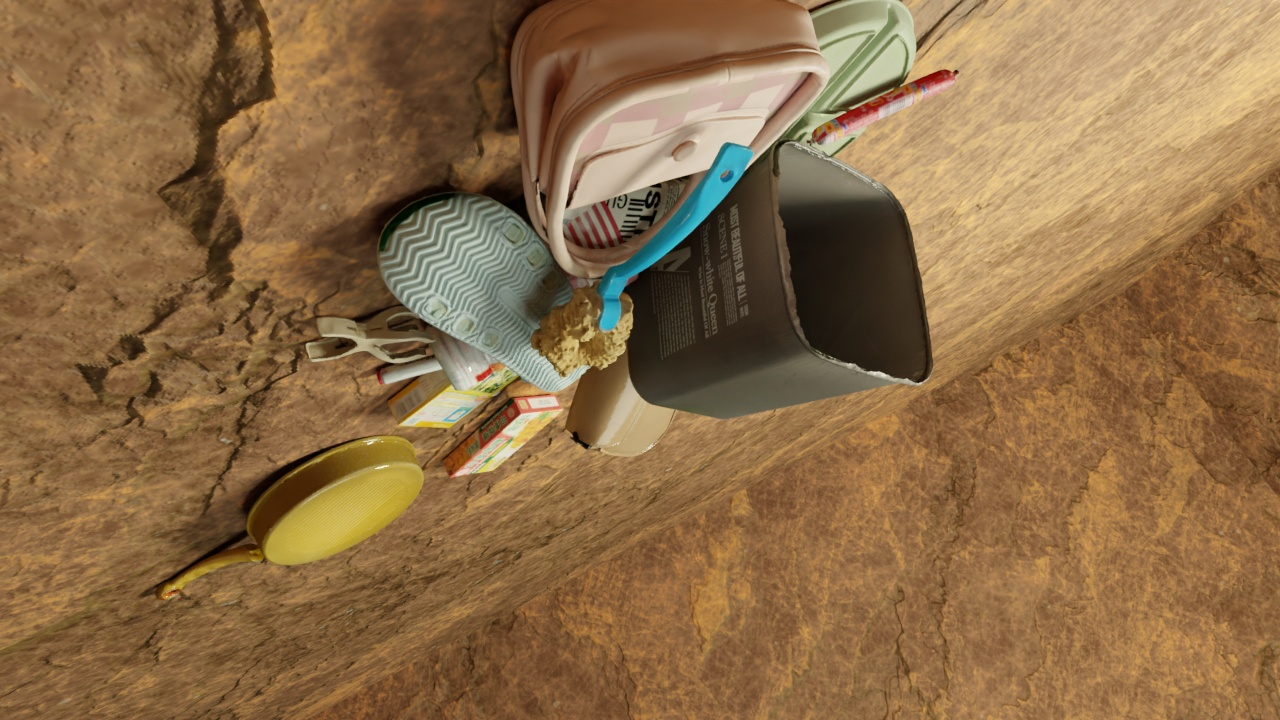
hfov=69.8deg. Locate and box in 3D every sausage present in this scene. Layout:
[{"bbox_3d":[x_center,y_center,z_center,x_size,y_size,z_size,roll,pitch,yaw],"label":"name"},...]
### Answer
[{"bbox_3d":[0.212,-0.221,0.798,0.155,0.020,0.020,-26,162,-9],"label":"sausage"}]

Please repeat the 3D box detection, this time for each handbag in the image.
[{"bbox_3d":[-0.006,0.006,0.998,0.147,0.100,0.205,-8,126,-55],"label":"handbag"},{"bbox_3d":[0.005,-0.142,0.634,0.193,0.093,0.235,-19,154,-26],"label":"handbag"}]

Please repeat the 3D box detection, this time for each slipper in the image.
[{"bbox_3d":[-0.112,-0.055,0.734,0.104,0.074,0.245,-47,142,-1],"label":"slipper"}]

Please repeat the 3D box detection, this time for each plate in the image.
[{"bbox_3d":[0.137,-0.213,0.786,0.230,0.027,0.230,-27,162,-10],"label":"plate"}]

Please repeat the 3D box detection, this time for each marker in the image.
[{"bbox_3d":[-0.175,-0.003,0.861,0.145,0.017,0.017,-15,161,-6],"label":"marker"}]

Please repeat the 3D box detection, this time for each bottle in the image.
[{"bbox_3d":[-0.095,-0.046,0.831,0.196,0.068,0.068,-30,163,-10],"label":"bottle"}]

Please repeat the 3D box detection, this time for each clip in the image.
[{"bbox_3d":[-0.217,-0.026,0.752,0.103,0.034,0.077,4,146,-46],"label":"clip"}]

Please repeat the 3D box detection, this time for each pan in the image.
[{"bbox_3d":[-0.409,0.194,1.046,0.358,0.078,0.197,-38,159,7],"label":"pan"}]

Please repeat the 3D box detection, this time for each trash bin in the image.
[{"bbox_3d":[0.111,-0.052,0.836,0.198,0.198,0.220,14,154,-40],"label":"trash bin"}]

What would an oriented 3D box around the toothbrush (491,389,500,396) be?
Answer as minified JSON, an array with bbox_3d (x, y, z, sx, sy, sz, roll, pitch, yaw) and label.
[{"bbox_3d":[-0.088,-0.007,1.025,0.189,0.029,0.020,-23,-156,-22],"label":"toothbrush"}]

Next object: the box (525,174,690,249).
[{"bbox_3d":[-0.021,-0.135,0.745,0.163,0.076,0.075,-7,134,-39],"label":"box"}]

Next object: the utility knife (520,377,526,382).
[{"bbox_3d":[-0.071,0.009,1.098,0.176,0.019,0.031,-18,156,-42],"label":"utility knife"}]

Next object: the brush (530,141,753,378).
[{"bbox_3d":[-0.002,-0.065,0.666,0.083,0.045,0.255,1,148,-37],"label":"brush"}]

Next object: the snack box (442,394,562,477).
[{"bbox_3d":[-0.175,0.095,1.161,0.156,0.027,0.076,-40,158,31],"label":"snack box"}]

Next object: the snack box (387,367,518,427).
[{"bbox_3d":[-0.178,0.020,0.938,0.141,0.033,0.086,-34,162,19],"label":"snack box"}]
